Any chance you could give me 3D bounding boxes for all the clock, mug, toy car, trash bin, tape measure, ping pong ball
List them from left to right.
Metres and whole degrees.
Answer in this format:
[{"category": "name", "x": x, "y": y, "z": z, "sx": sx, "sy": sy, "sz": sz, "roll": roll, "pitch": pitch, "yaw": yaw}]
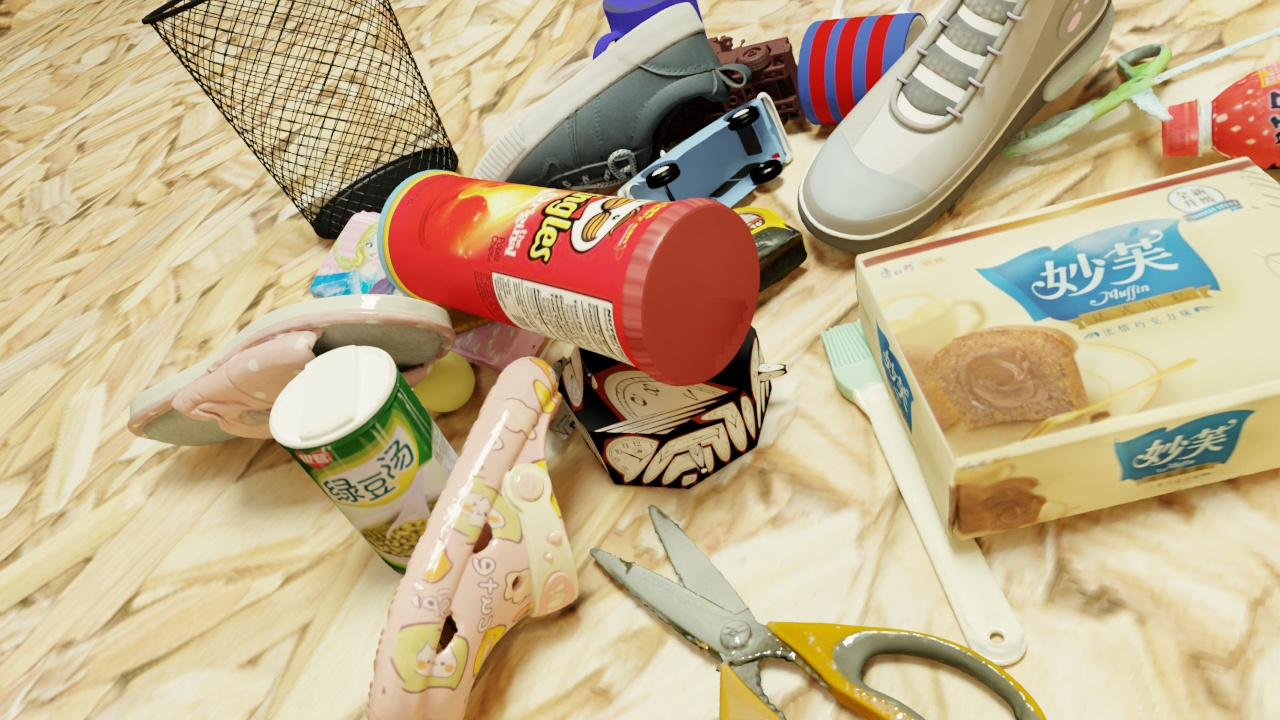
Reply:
[{"category": "trash bin", "x": -0.266, "y": -0.229, "z": 0.772, "sx": 0.184, "sy": 0.210, "sz": 0.183, "roll": -18, "pitch": 34, "yaw": 12}, {"category": "ping pong ball", "x": -0.127, "y": 0.013, "z": 0.592, "sx": 0.040, "sy": 0.040, "sz": 0.040, "roll": -13, "pitch": 42, "yaw": 12}, {"category": "clock", "x": -0.003, "y": 0.004, "z": 0.525, "sx": 0.155, "sy": 0.065, "sz": 0.114, "roll": 20, "pitch": 57, "yaw": 38}, {"category": "mug", "x": 0.005, "y": -0.280, "z": 0.811, "sx": 0.111, "sy": 0.083, "sz": 0.079, "roll": -38, "pitch": 43, "yaw": -17}, {"category": "toy car", "x": 0.049, "y": -0.215, "z": 0.733, "sx": 0.170, "sy": 0.070, "sz": 0.061, "roll": -4, "pitch": 44, "yaw": 28}, {"category": "toy car", "x": 0.045, "y": -0.131, "z": 0.651, "sx": 0.153, "sy": 0.056, "sz": 0.055, "roll": -40, "pitch": 25, "yaw": -26}, {"category": "tape measure", "x": 0.065, "y": -0.069, "z": 0.592, "sx": 0.065, "sy": 0.037, "sz": 0.064, "roll": -34, "pitch": 42, "yaw": -15}, {"category": "mug", "x": 0.164, "y": -0.229, "z": 0.666, "sx": 0.076, "sy": 0.112, "sz": 0.074, "roll": 8, "pitch": 11, "yaw": 31}]

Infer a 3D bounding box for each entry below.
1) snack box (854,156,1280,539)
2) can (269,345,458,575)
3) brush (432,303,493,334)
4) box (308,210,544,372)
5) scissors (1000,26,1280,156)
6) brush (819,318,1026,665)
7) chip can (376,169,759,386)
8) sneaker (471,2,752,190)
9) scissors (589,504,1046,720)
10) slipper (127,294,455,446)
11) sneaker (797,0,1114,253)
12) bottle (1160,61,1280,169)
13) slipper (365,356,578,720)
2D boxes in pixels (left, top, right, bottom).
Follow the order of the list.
[{"category": "snack box", "x": 0.223, "y": -0.012, "z": 0.434, "sx": 0.207, "sy": 0.055, "sz": 0.153, "roll": -14, "pitch": 42, "yaw": 5}, {"category": "can", "x": -0.136, "y": 0.055, "z": 0.488, "sx": 0.067, "sy": 0.121, "sz": 0.067, "roll": -13, "pitch": 42, "yaw": 12}, {"category": "brush", "x": -0.089, "y": -0.050, "z": 0.587, "sx": 0.127, "sy": 0.017, "sz": 0.048, "roll": -17, "pitch": 58, "yaw": 23}, {"category": "box", "x": -0.131, "y": -0.078, "z": 0.679, "sx": 0.231, "sy": 0.062, "sz": 0.160, "roll": 17, "pitch": 55, "yaw": 37}, {"category": "scissors", "x": 0.310, "y": -0.168, "z": 0.571, "sx": 0.173, "sy": 0.021, "sz": 0.171, "roll": -16, "pitch": 19, "yaw": 28}, {"category": "brush", "x": 0.133, "y": 0.052, "z": 0.452, "sx": 0.033, "sy": 0.012, "sz": 0.217, "roll": -18, "pitch": 42, "yaw": 5}, {"category": "chip can", "x": -0.047, "y": -0.052, "z": 0.486, "sx": 0.214, "sy": 0.087, "sz": 0.086, "roll": 17, "pitch": 54, "yaw": 41}, {"category": "sneaker", "x": -0.029, "y": -0.169, "z": 0.694, "sx": 0.236, "sy": 0.087, "sz": 0.089, "roll": -30, "pitch": 8, "yaw": 28}, {"category": "scissors", "x": 0.046, "y": 0.140, "z": 0.394, "sx": 0.225, "sy": 0.016, "sz": 0.174, "roll": 17, "pitch": 54, "yaw": 38}, {"category": "slipper", "x": -0.220, "y": 0.023, "z": 0.563, "sx": 0.275, "sy": 0.114, "sz": 0.054, "roll": -19, "pitch": 70, "yaw": 34}, {"category": "sneaker", "x": 0.190, "y": -0.186, "z": 0.537, "sx": 0.256, "sy": 0.160, "sz": 0.093, "roll": -44, "pitch": 67, "yaw": -8}, {"category": "bottle", "x": 0.366, "y": -0.137, "z": 0.506, "sx": 0.138, "sy": 0.062, "sz": 0.061, "roll": -3, "pitch": 44, "yaw": 31}, {"category": "slipper", "x": -0.065, "y": 0.092, "z": 0.443, "sx": 0.081, "sy": 0.093, "sz": 0.196, "roll": 21, "pitch": 66, "yaw": -4}]
